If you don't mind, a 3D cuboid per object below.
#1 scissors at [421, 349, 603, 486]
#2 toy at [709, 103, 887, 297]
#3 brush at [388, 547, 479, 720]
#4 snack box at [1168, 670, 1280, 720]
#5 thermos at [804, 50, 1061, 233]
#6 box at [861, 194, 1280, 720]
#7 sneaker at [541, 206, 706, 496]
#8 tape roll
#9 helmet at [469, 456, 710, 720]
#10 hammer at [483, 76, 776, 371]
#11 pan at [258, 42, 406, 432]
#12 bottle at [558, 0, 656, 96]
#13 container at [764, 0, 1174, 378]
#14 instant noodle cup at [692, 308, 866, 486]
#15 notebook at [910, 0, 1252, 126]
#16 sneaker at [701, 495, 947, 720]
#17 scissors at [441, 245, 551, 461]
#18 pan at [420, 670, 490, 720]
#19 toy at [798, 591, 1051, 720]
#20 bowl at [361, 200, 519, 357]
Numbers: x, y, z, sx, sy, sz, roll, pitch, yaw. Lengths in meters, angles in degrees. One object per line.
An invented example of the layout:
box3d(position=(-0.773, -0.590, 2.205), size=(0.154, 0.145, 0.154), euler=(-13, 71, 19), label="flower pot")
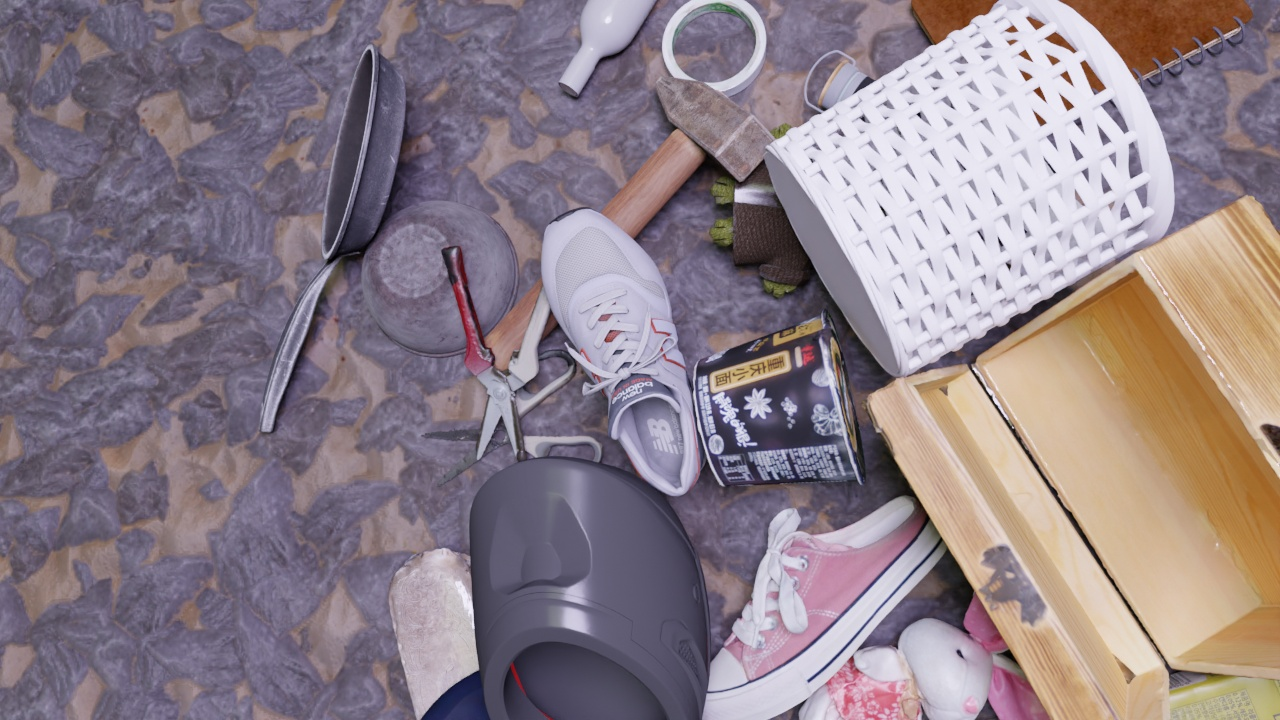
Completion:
box3d(position=(-0.105, 0.060, 0.801), size=(0.169, 0.012, 0.157), euler=(26, 85, 13), label="scissors")
box3d(position=(0.135, -0.122, 0.753), size=(0.153, 0.078, 0.179), euler=(3, 104, 11), label="toy")
box3d(position=(-0.135, 0.287, 0.748), size=(0.083, 0.056, 0.271), euler=(-21, 78, 5), label="brush")
box3d(position=(0.435, 0.283, 0.667), size=(0.181, 0.045, 0.121), euler=(-20, 81, 8), label="snack box")
box3d(position=(0.238, -0.183, 0.760), size=(0.231, 0.061, 0.061), euler=(35, 88, 12), label="thermos")
box3d(position=(0.306, 0.104, 0.618), size=(0.263, 0.270, 0.279), euler=(-28, 78, -9), label="box")
box3d(position=(-0.004, 0.004, 0.693), size=(0.089, 0.124, 0.240), euler=(-24, 108, 6), label="sneaker")
box3d(position=(0.066, -0.282, 0.825), size=(0.094, 0.018, 0.093), euler=(-1, 80, 8), label="tape roll")
box3d(position=(-0.032, 0.177, 0.671), size=(0.164, 0.169, 0.265), euler=(-12, 119, 17), label="helmet")
box3d(position=(-0.032, -0.108, 0.780), size=(0.301, 0.037, 0.158), euler=(-47, 37, 10), label="hammer")
box3d(position=(-0.273, -0.098, 0.807), size=(0.055, 0.187, 0.357), euler=(11, 104, -26), label="pan")
box3d(position=(-0.015, -0.326, 0.827), size=(0.052, 0.052, 0.195), euler=(30, 87, 12), label="bottle")
box3d(position=(0.209, -0.112, 0.616), size=(0.187, 0.189, 0.189), euler=(-30, 78, 6), label="container")
box3d(position=(0.107, 0.039, 0.716), size=(0.112, 0.137, 0.137), euler=(-13, 79, 15), label="instant noodle cup")
box3d(position=(0.369, -0.289, 0.776), size=(0.225, 0.024, 0.167), euler=(-27, 77, 4), label="notebook")
box3d(position=(0.123, 0.179, 0.704), size=(0.241, 0.118, 0.088), euler=(-41, 98, -4), label="sneaker")
box3d(position=(-0.113, -0.014, 0.764), size=(0.180, 0.015, 0.195), euler=(-36, 94, 19), label="scissors")
box3d(position=(-0.093, 0.257, 0.721), size=(0.198, 0.021, 0.355), euler=(7, 66, -26), label="pan")
box3d(position=(0.212, 0.242, 0.689), size=(0.194, 0.084, 0.159), euler=(-16, 109, 6), label="toy")
box3d(position=(-0.186, -0.079, 0.808), size=(0.145, 0.067, 0.145), euler=(-1, 81, 9), label="bowl")
